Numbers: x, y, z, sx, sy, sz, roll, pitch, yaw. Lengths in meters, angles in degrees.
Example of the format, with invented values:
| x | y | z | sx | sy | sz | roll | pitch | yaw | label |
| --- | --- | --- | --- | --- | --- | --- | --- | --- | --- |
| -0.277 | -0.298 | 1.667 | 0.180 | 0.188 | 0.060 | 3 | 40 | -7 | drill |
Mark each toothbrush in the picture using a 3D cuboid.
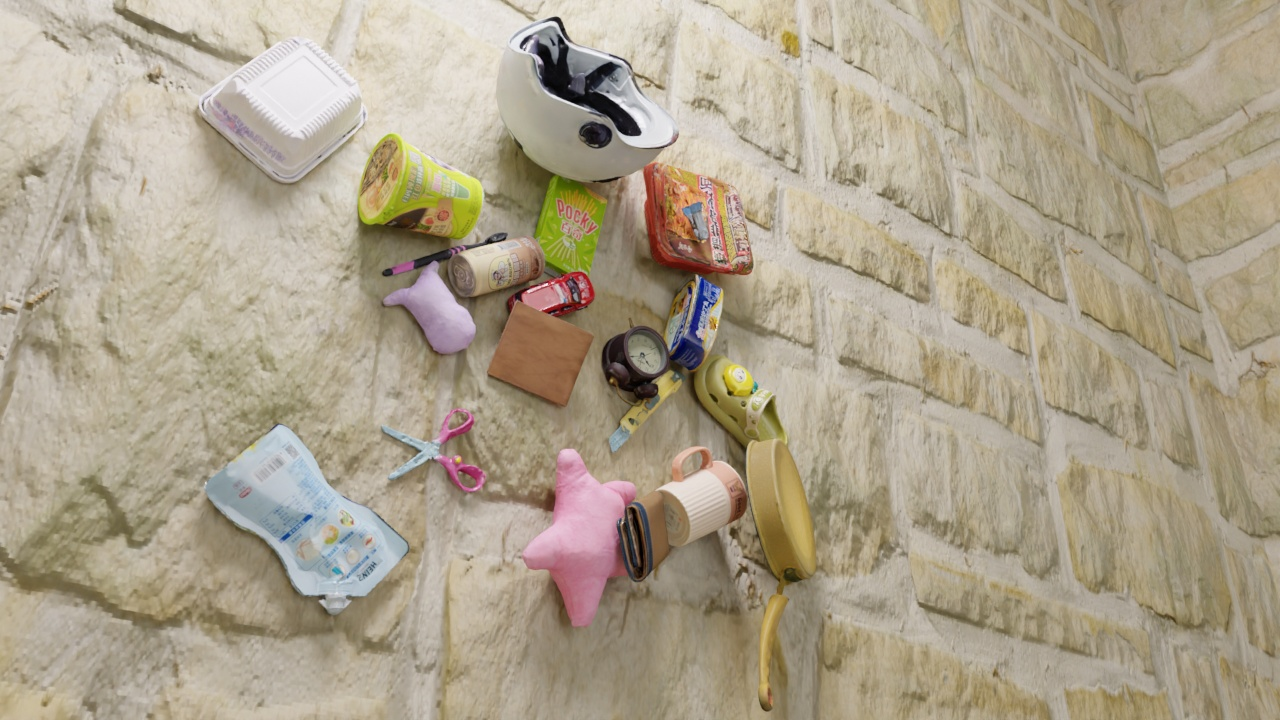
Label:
| x | y | z | sx | sy | sz | roll | pitch | yaw | label |
| --- | --- | --- | --- | --- | --- | --- | --- | --- | --- |
| -0.241 | -0.135 | 1.153 | 0.188 | 0.018 | 0.014 | -25 | 87 | -41 | toothbrush |

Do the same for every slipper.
| x | y | z | sx | sy | sz | roll | pitch | yaw | label |
| --- | --- | --- | --- | --- | --- | --- | --- | --- | --- |
| 0.162 | 0.064 | 1.324 | 0.190 | 0.082 | 0.091 | 50 | 45 | -10 | slipper |

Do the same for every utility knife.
| x | y | z | sx | sy | sz | roll | pitch | yaw | label |
| --- | --- | --- | --- | --- | --- | --- | --- | --- | --- |
| 0.008 | 0.065 | 1.251 | 0.031 | 0.020 | 0.187 | 47 | 53 | -2 | utility knife |

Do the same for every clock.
| x | y | z | sx | sy | sz | roll | pitch | yaw | label |
| --- | --- | --- | --- | --- | --- | --- | --- | --- | --- |
| -0.007 | 0.007 | 1.236 | 0.082 | 0.055 | 0.121 | 28 | 56 | -24 | clock |

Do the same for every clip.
| x | y | z | sx | sy | sz | roll | pitch | yaw | label |
| --- | --- | --- | --- | --- | --- | --- | --- | --- | --- |
| 0.082 | -0.200 | 1.329 | 0.027 | 0.045 | 0.058 | -21 | 94 | -39 | clip |

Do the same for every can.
| x | y | z | sx | sy | sz | roll | pitch | yaw | label |
| --- | --- | --- | --- | --- | --- | --- | --- | --- | --- |
| 0.075 | -0.056 | 1.319 | 0.049 | 0.075 | 0.147 | 29 | 53 | -19 | can |
| -0.181 | -0.119 | 1.162 | 0.116 | 0.059 | 0.058 | -22 | 83 | -42 | can |

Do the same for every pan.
| x | y | z | sx | sy | sz | roll | pitch | yaw | label |
| --- | --- | --- | --- | --- | --- | --- | --- | --- | --- |
| 0.177 | 0.270 | 1.197 | 0.198 | 0.078 | 0.356 | 52 | 28 | -48 | pan |

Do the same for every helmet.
| x | y | z | sx | sy | sz | roll | pitch | yaw | label |
| --- | --- | --- | --- | --- | --- | --- | --- | --- | --- |
| -0.090 | -0.335 | 1.269 | 0.258 | 0.146 | 0.228 | 29 | 35 | -20 | helmet |

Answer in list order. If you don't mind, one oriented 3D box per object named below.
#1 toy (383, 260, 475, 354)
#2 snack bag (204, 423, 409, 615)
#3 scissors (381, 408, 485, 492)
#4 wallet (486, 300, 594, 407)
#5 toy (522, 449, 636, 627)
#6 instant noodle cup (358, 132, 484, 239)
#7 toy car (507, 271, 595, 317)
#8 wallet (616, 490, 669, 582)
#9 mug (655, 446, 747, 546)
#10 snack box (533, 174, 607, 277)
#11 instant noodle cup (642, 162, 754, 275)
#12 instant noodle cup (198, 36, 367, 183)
| x | y | z | sx | sy | sz | roll | pitch | yaw | label |
| --- | --- | --- | --- | --- | --- | --- | --- | --- | --- |
| -0.244 | -0.055 | 1.097 | 0.083 | 0.039 | 0.108 | -40 | 99 | -25 | toy |
| -0.333 | 0.161 | 0.923 | 0.191 | 0.039 | 0.110 | 49 | 43 | -10 | snack bag |
| -0.232 | 0.098 | 1.048 | 0.133 | 0.017 | 0.130 | 29 | 56 | -19 | scissors |
| -0.125 | -0.009 | 1.154 | 0.115 | 0.020 | 0.101 | 26 | 81 | -23 | wallet |
| -0.057 | 0.219 | 1.085 | 0.178 | 0.075 | 0.194 | 38 | 52 | -32 | toy |
| -0.261 | -0.202 | 1.115 | 0.123 | 0.112 | 0.111 | 15 | 60 | -40 | instant noodle cup |
| -0.112 | -0.081 | 1.197 | 0.120 | 0.045 | 0.053 | -23 | 88 | -32 | toy car |
| 0.007 | 0.208 | 1.103 | 0.115 | 0.033 | 0.090 | -7 | 89 | -73 | wallet |
| 0.071 | 0.172 | 1.191 | 0.105 | 0.082 | 0.114 | -18 | 102 | -40 | mug |
| -0.100 | -0.182 | 1.278 | 0.085 | 0.026 | 0.156 | 29 | 53 | -25 | snack box |
| 0.075 | -0.203 | 1.387 | 0.188 | 0.079 | 0.164 | 9 | 63 | -35 | instant noodle cup |
| -0.408 | -0.306 | 1.079 | 0.138 | 0.061 | 0.173 | 42 | 51 | -14 | instant noodle cup |
